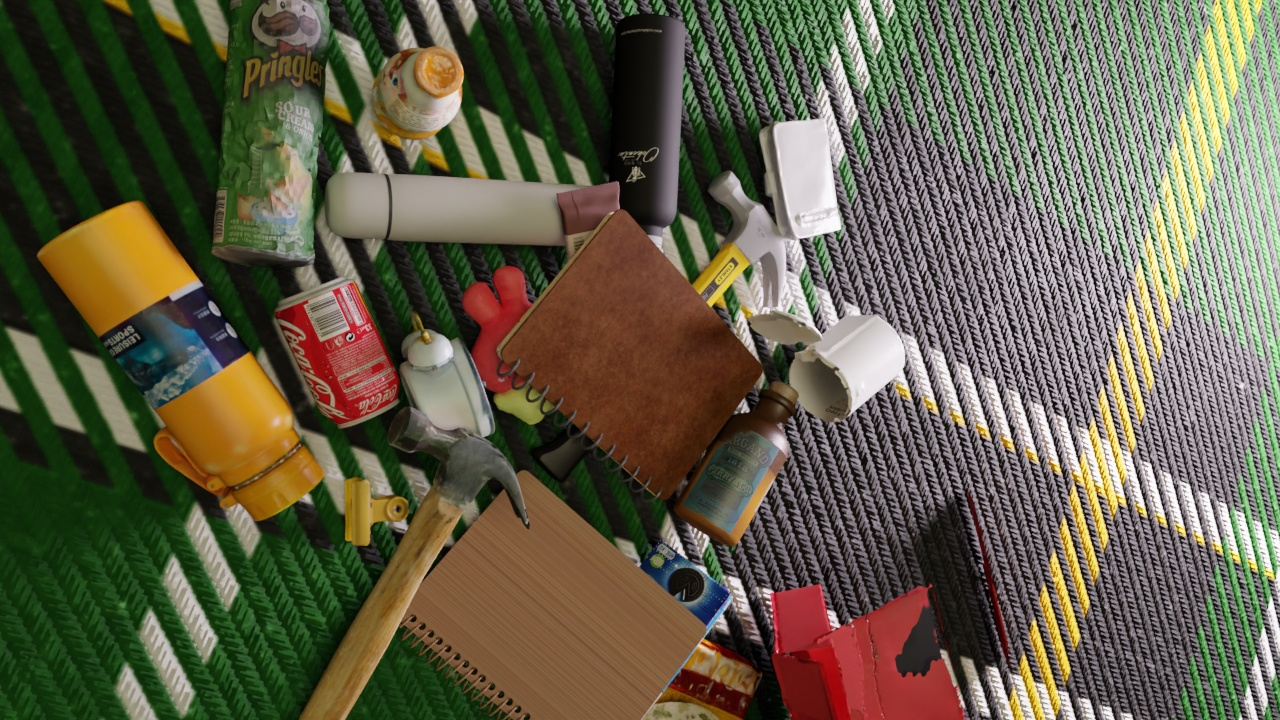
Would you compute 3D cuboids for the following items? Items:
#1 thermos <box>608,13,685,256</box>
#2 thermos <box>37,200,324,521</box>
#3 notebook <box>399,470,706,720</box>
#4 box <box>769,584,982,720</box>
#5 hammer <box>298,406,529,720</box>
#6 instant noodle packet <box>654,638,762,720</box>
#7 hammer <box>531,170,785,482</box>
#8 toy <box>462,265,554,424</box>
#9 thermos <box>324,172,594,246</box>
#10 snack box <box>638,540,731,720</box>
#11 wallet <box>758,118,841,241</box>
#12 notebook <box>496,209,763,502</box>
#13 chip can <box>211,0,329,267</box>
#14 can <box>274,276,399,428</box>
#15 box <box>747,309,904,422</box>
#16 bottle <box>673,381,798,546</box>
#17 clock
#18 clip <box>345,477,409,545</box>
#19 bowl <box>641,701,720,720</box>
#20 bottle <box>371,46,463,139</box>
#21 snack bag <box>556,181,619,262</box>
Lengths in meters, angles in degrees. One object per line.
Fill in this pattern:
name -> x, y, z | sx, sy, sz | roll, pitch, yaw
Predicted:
thermos -> 0.004, -0.179, 0.808 | 0.061, 0.061, 0.231 | 3, 90, -26
thermos -> -0.323, 0.008, 0.657 | 0.233, 0.092, 0.076 | 59, 38, -15
notebook -> -0.075, 0.223, 0.766 | 0.210, 0.022, 0.169 | 41, 75, 0
box -> 0.225, 0.345, 0.686 | 0.141, 0.511, 0.215 | -16, 98, -9
hammer -> -0.201, 0.203, 0.703 | 0.132, 0.033, 0.330 | 29, 93, -33
instant noodle packet -> 0.046, 0.308, 0.856 | 0.135, 0.040, 0.098 | 31, 78, -24
hammer -> 0.021, -0.019, 0.842 | 0.127, 0.029, 0.323 | 46, 74, -20
toy -> -0.101, -0.013, 0.772 | 0.091, 0.045, 0.135 | -27, 109, -24
thermos -> -0.138, -0.122, 0.747 | 0.223, 0.052, 0.052 | -2, 92, -25
snack box -> 0.005, 0.244, 0.814 | 0.082, 0.027, 0.150 | 33, 73, 22
wallet -> 0.157, -0.177, 0.901 | 0.086, 0.032, 0.116 | -11, 94, -36
notebook -> -0.005, 0.005, 0.791 | 0.167, 0.024, 0.225 | -52, 124, -10
chip can -> -0.269, -0.180, 0.672 | 0.075, 0.075, 0.223 | 4, 90, -26
can -> -0.229, -0.006, 0.701 | 0.064, 0.064, 0.105 | -26, 102, -23
box -> 0.177, -0.016, 0.873 | 0.137, 0.083, 0.143 | -36, 115, -33
bottle -> 0.098, 0.090, 0.858 | 0.068, 0.068, 0.156 | 38, 76, -22
clock -> -0.157, 0.015, 0.727 | 0.057, 0.083, 0.117 | -21, 102, -17
clip -> -0.211, 0.120, 0.734 | 0.049, 0.044, 0.054 | 0, 90, -1
bowl -> 0.022, 0.381, 0.809 | 0.145, 0.063, 0.145 | -6, 112, -14
bottle -> -0.167, -0.207, 0.699 | 0.063, 0.109, 0.063 | -1, 93, -26
snack bag -> -0.035, -0.069, 0.777 | 0.057, 0.013, 0.158 | -16, 114, -20
